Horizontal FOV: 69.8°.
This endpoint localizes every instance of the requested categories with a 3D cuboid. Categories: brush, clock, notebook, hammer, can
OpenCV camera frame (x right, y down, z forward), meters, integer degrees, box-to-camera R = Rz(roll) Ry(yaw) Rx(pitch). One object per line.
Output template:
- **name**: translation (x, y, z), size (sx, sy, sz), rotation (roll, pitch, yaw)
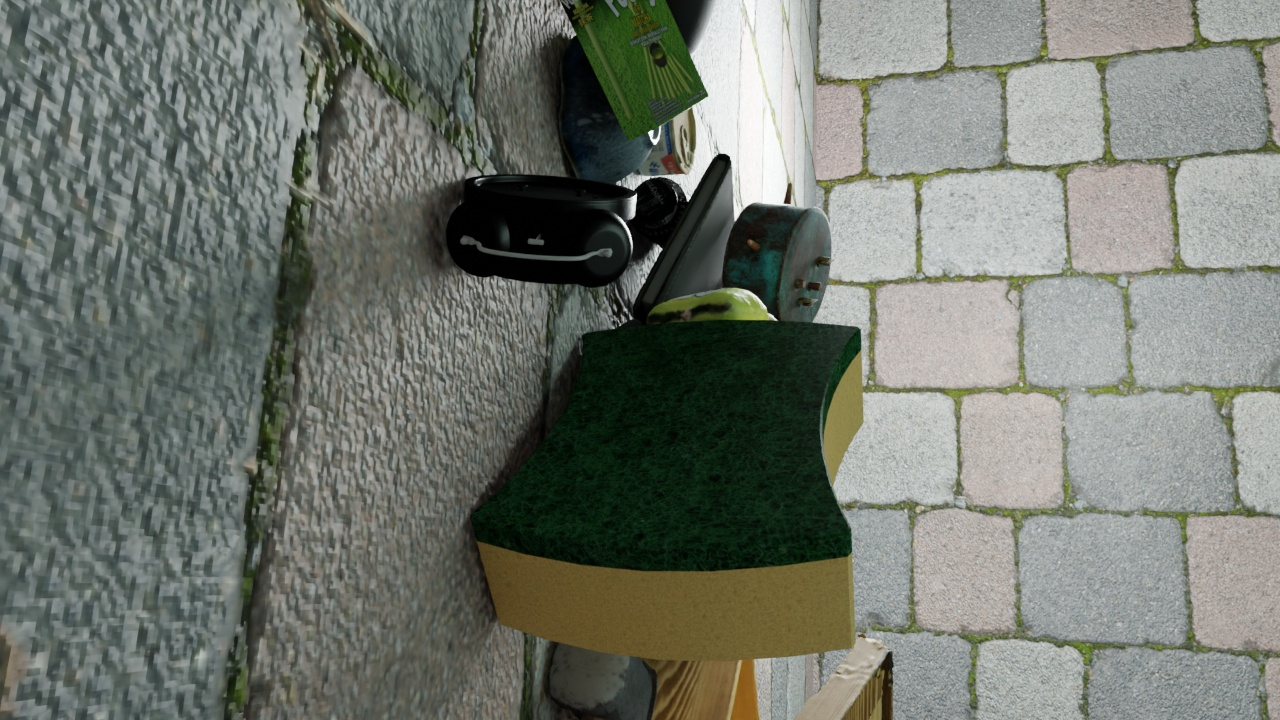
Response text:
- **brush**: translation (0.033, 0.063, 0.560), size (0.249, 0.195, 0.075), rotation (-64, 150, -58)
- **clock**: translation (0.137, -0.072, 0.859), size (0.121, 0.073, 0.158), rotation (-54, 143, -35)
- **notebook**: translation (0.046, -0.060, 0.823), size (0.169, 0.029, 0.209), rotation (-63, 161, -17)
- **hammer**: translation (0.004, 0.113, 0.685), size (0.098, 0.052, 0.327), rotation (70, 29, -51)
- **can**: translation (0.020, -0.207, 0.816), size (0.086, 0.043, 0.086), rotation (0, 89, -74)
- **clock**: translation (-0.049, -0.066, 0.470), size (0.120, 0.091, 0.043), rotation (-87, -178, -72)
- **can**: translation (0.029, -0.126, 0.824), size (0.137, 0.054, 0.054), rotation (10, 80, -74)

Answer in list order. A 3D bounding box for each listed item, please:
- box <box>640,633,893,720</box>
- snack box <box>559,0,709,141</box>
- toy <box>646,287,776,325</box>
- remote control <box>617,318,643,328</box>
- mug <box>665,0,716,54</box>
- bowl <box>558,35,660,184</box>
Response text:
- **box**: translation (0.093, 0.394, 0.744), size (0.257, 0.221, 0.279), rotation (-55, 143, -62)
- **snack box**: translation (-0.013, -0.226, 0.599), size (0.080, 0.025, 0.147), rotation (-45, 113, -49)
- **toy**: translation (0.060, -0.027, 0.710), size (0.115, 0.092, 0.046), rotation (15, 68, -59)
- **remote control**: translation (-0.004, 0.004, 0.737), size (0.046, 0.009, 0.124), rotation (-45, 153, -7)
- **mug**: translation (0.018, -0.321, 0.775), size (0.100, 0.084, 0.118), rotation (91, -21, -47)
- **bowl**: translation (-0.017, -0.176, 0.657), size (0.110, 0.055, 0.110), rotation (-1, 89, -75)
